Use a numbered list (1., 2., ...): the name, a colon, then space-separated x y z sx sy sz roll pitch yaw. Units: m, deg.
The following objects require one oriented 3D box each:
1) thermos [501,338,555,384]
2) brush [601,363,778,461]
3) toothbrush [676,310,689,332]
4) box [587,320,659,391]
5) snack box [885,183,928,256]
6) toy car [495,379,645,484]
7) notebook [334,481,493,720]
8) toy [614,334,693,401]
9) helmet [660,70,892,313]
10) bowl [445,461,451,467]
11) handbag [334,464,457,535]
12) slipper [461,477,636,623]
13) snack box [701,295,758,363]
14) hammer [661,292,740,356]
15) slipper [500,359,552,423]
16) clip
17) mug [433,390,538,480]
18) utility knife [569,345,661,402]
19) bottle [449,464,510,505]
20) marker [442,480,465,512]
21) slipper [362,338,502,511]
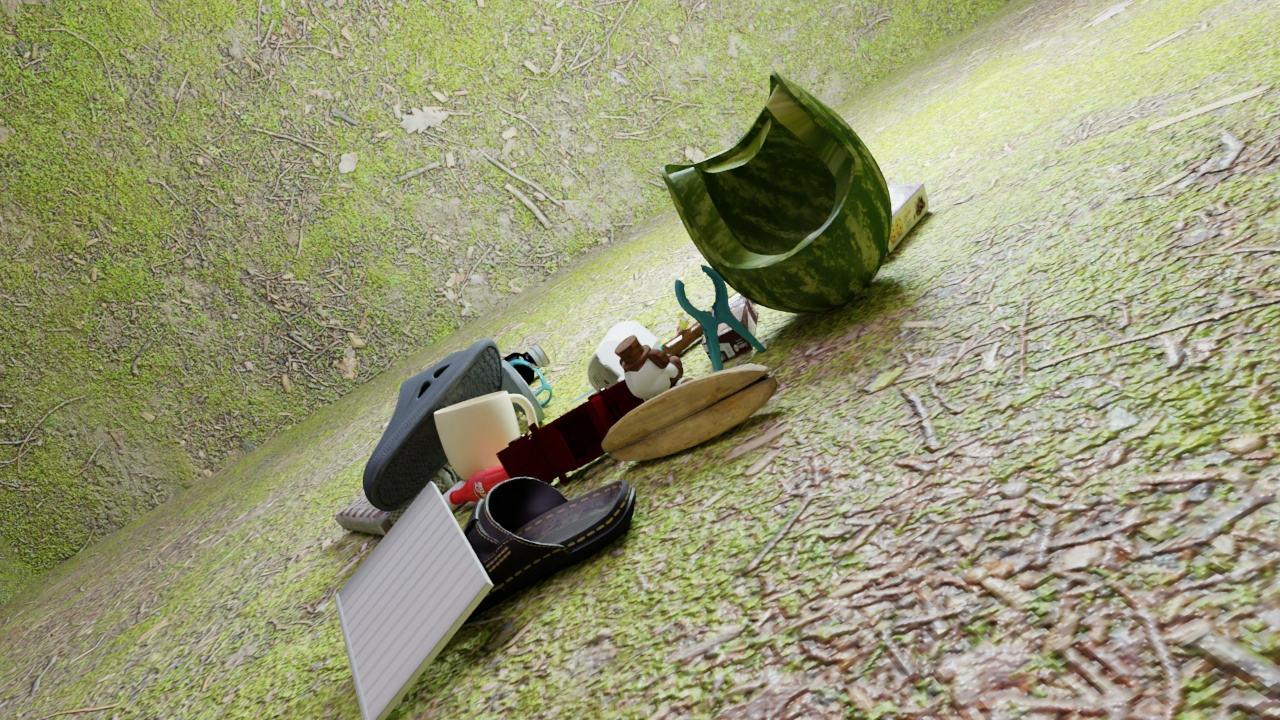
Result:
1. thermos: -0.242 0.039 1.555 0.231 0.061 0.061 -35 14 -18
2. brush: 0.045 0.051 0.879 0.196 0.059 0.043 -26 2 29
3. toothbrush: 0.059 -0.052 1.271 0.021 0.016 0.135 -44 -6 -2
4. box: -0.026 0.004 1.149 0.093 0.083 0.165 -44 7 27
5. snack box: 0.276 -0.181 1.188 0.148 0.040 0.143 4 33 39
6. toy car: -0.071 0.084 0.981 0.170 0.070 0.062 -30 1 2
7. notebook: -0.201 0.198 0.783 0.142 0.009 0.210 -51 28 -4
8. toy: 0.022 0.018 0.946 0.067 0.112 0.087 -51 22 -27
9. helmet: 0.167 -0.168 1.030 0.213 0.247 0.243 -38 -10 14
10. bowl: -0.240 0.120 1.292 0.110 0.040 0.109 -28 14 7
11. handbag: -0.338 0.185 1.253 0.123 0.047 0.186 -40 16 -31
12. slipper: -0.127 0.160 0.810 0.268 0.076 0.112 -27 14 16
13. snack box: 0.112 -0.040 1.129 0.051 0.032 0.140 -26 14 18
14. hammer: 0.158 -0.100 1.258 0.322 0.033 0.115 -36 12 -20
15. slipper: -0.177 0.032 1.357 0.054 0.098 0.269 -35 12 -14
16. clip: 0.071 -0.040 1.024 0.113 0.127 0.028 -23 11 -9
17. mug: -0.184 0.095 1.135 0.120 0.100 0.096 -17 5 -11
18. utility knife: -0.007 0.007 1.253 0.205 0.015 0.031 -28 11 -7
19. bottle: -0.176 0.144 1.067 0.119 0.036 0.036 -24 15 29
20. marker: -0.256 0.192 1.094 0.027 0.023 0.132 2 33 43
21. slipper: -0.278 0.077 1.198 0.083 0.111 0.267 18 55 29
